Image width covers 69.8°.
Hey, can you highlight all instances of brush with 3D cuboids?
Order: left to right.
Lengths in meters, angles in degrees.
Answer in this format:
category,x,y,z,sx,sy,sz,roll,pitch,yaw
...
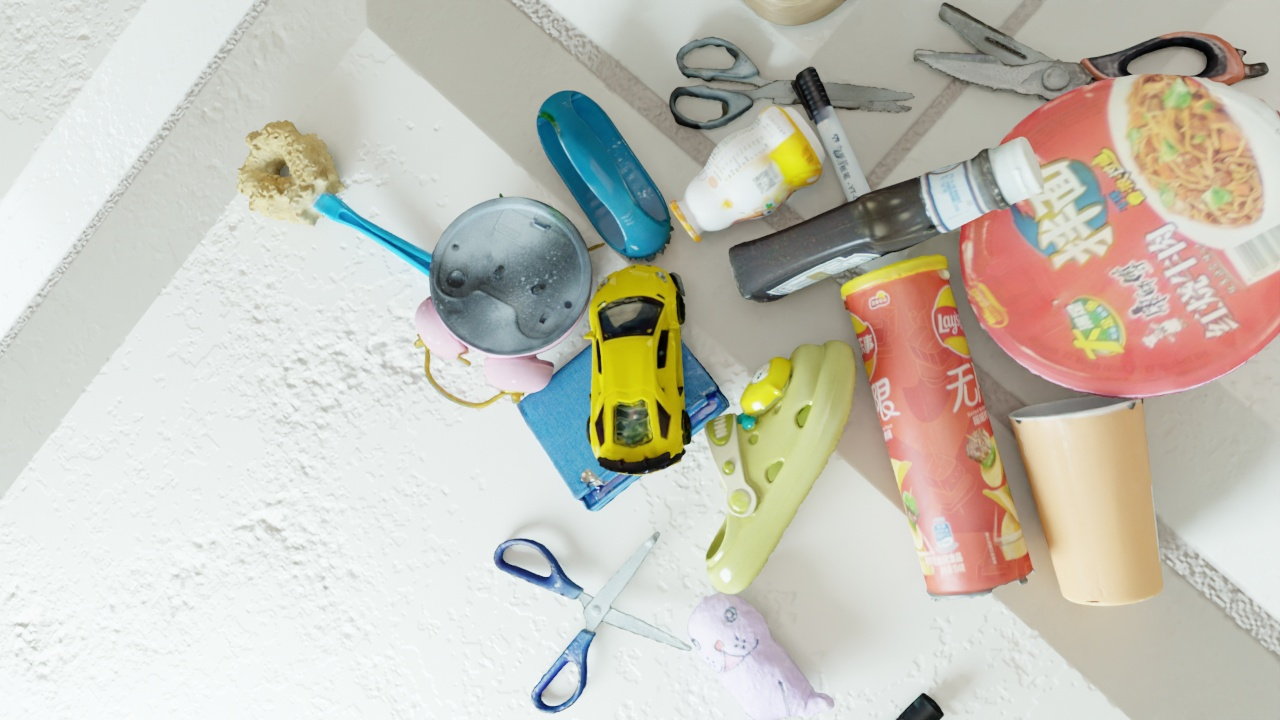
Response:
category,x,y,z,sx,sy,sz,roll,pitch,yaw
brush,-0.221,-0.110,0.739,0.255,0.046,0.083,32,92,10
brush,-0.029,-0.138,0.669,0.055,0.073,0.144,-34,80,6

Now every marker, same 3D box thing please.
category,x,y,z,sx,sy,sz,roll,pitch,yaw
marker,0.140,-0.145,0.650,0.023,0.018,0.130,-24,87,35
marker,0.158,0.282,0.633,0.022,0.020,0.132,40,98,-4

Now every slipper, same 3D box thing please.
category,x,y,z,sx,sy,sz,roll,pitch,yaw
slipper,0.079,0.066,0.621,0.081,0.091,0.191,26,99,0

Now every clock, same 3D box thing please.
category,x,y,z,sx,sy,sz,roll,pitch,yaw
clock,-0.101,-0.040,0.677,0.117,0.060,0.158,27,82,5

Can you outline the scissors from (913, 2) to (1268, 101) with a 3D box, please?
category,x,y,z,sx,sy,sz,roll,pitch,yaw
scissors,0.303,-0.188,0.617,0.216,0.015,0.195,-20,83,14

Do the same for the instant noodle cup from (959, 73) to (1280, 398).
category,x,y,z,sx,sy,sz,roll,pitch,yaw
instant noodle cup,0.304,-0.073,0.570,0.194,0.065,0.194,-1,89,31

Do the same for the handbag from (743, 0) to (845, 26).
category,x,y,z,sx,sy,sz,roll,pitch,yaw
handbag,0.092,-0.344,0.632,0.148,0.099,0.204,-37,82,15

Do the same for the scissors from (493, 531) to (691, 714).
category,x,y,z,sx,sy,sz,roll,pitch,yaw
scissors,-0.044,0.185,0.684,0.162,0.012,0.173,40,105,18

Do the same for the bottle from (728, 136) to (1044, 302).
category,x,y,z,sx,sy,sz,roll,pitch,yaw
bottle,0.155,-0.088,0.592,0.195,0.079,0.044,-20,83,33

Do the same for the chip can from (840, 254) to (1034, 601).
category,x,y,z,sx,sy,sz,roll,pitch,yaw
chip can,0.194,0.043,0.607,0.073,0.073,0.216,-15,86,13

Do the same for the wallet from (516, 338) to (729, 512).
category,x,y,z,sx,sy,sz,roll,pitch,yaw
wallet,-0.014,0.033,0.677,0.133,0.040,0.106,-40,71,9

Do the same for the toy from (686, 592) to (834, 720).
category,x,y,z,sx,sy,sz,roll,pitch,yaw
toy,0.075,0.213,0.648,0.084,0.038,0.108,-43,79,30

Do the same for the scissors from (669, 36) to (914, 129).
category,x,y,z,sx,sy,sz,roll,pitch,yaw
scissors,0.105,-0.187,0.670,0.174,0.014,0.137,44,97,9

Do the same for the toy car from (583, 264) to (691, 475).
category,x,y,z,sx,sy,sz,roll,pitch,yaw
toy car,-0.004,0.004,0.639,0.071,0.041,0.155,-5,74,16

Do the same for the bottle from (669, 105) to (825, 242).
category,x,y,z,sx,sy,sz,roll,pitch,yaw
bottle,0.073,-0.129,0.647,0.108,0.063,0.063,-35,80,10

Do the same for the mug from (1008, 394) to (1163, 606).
category,x,y,z,sx,sy,sz,roll,pitch,yaw
mug,0.287,0.087,0.582,0.078,0.078,0.122,-12,90,13
